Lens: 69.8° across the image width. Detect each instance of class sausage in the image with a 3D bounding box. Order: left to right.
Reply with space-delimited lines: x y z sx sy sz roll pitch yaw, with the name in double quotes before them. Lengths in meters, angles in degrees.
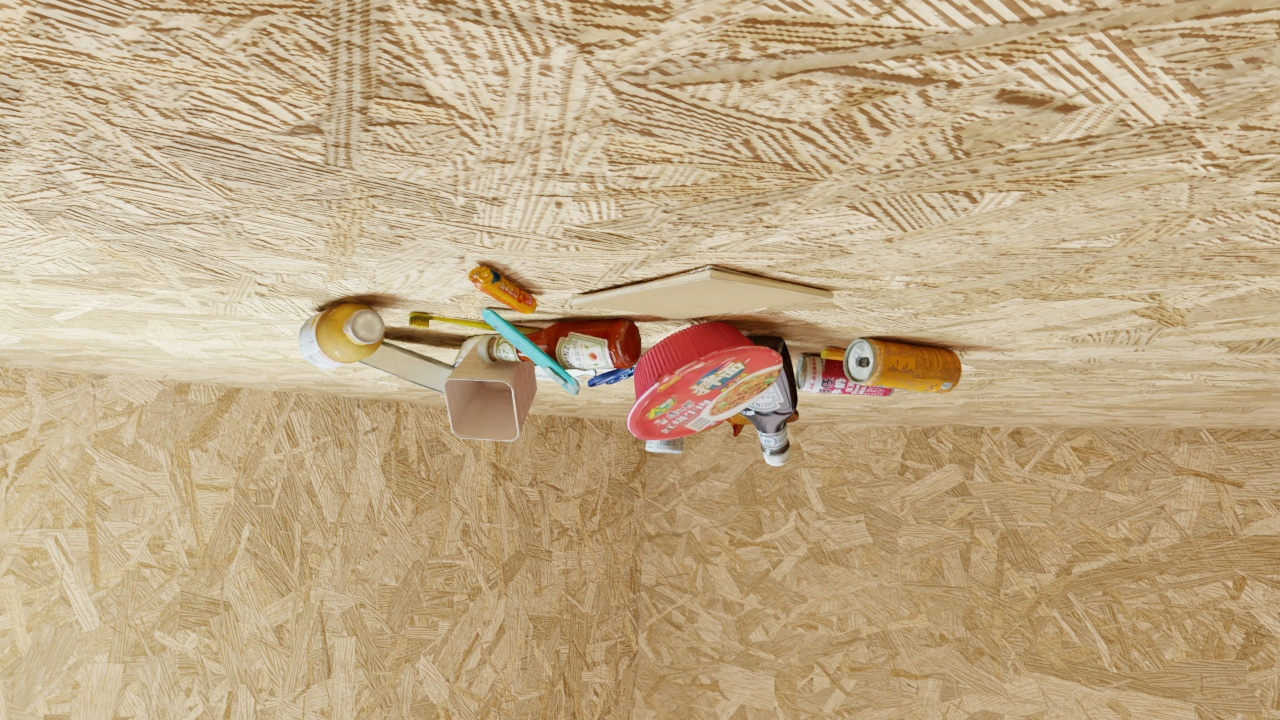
"sausage" -0.126 -0.064 0.853 0.021 0.021 0.165 2 174 10

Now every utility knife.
"utility knife" -0.123 -0.008 1.047 0.151 0.012 0.029 42 141 -19

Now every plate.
"plate" -0.317 0.011 1.329 0.162 0.034 0.265 21 178 43
"plate" -0.164 -0.004 1.318 0.205 0.045 0.205 2 173 0

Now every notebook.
"notebook" 0.053 -0.060 0.869 0.149 0.012 0.212 6 173 -36

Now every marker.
"marker" 0.284 -0.006 1.240 0.123 0.015 0.018 5 175 -44

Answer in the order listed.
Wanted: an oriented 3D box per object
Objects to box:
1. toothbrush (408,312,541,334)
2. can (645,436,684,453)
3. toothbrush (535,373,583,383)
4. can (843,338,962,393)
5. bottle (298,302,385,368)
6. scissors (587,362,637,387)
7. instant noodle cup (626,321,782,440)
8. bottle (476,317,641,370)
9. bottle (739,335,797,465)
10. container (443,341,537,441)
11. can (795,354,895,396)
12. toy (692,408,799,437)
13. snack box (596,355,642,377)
"toothbrush" -0.193 -0.039 1.128 0.189 0.016 0.016 7 170 -33
"can" 0.040 0.066 1.393 0.058 0.146 0.058 3 174 0
"toothbrush" -0.161 0.024 1.280 0.180 0.016 0.016 6 175 -29
"can" 0.326 0.007 1.135 0.145 0.058 0.058 6 173 -27
"bottle" -0.338 -0.030 1.047 0.068 0.068 0.190 7 172 -32
"scissors" 0.001 0.007 1.313 0.174 0.012 0.124 -19 170 15
"instant noodle cup" 0.064 0.018 1.059 0.193 0.065 0.194 -19 152 -11
"bottle" -0.101 -0.017 1.084 0.206 0.059 0.059 -2 172 26
"bottle" 0.162 0.055 1.171 0.080 0.043 0.195 1 130 22
"container" -0.185 0.034 1.169 0.090 0.090 0.110 2 -149 10
"can" 0.290 0.021 1.299 0.132 0.053 0.053 3 174 -5
"toy" 0.123 0.043 1.286 0.140 0.130 0.200 41 157 -21
"snack box" -0.027 0.008 1.439 0.077 0.027 0.155 1 174 14
